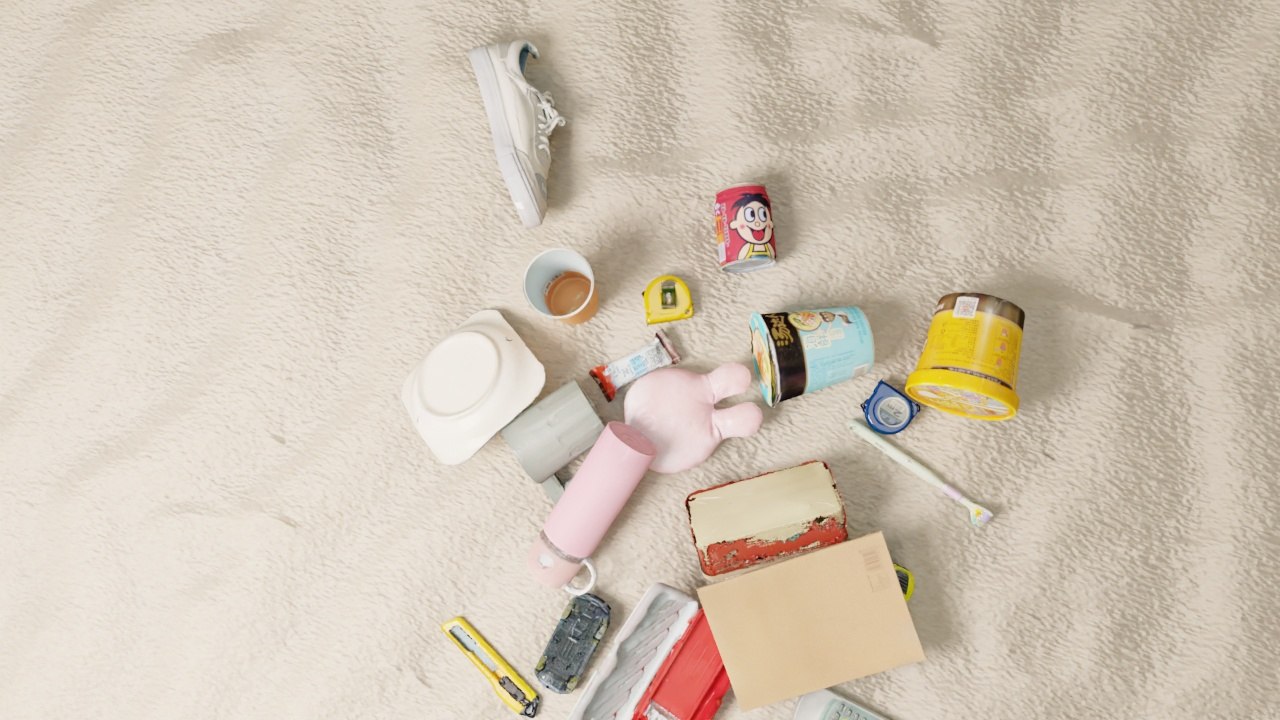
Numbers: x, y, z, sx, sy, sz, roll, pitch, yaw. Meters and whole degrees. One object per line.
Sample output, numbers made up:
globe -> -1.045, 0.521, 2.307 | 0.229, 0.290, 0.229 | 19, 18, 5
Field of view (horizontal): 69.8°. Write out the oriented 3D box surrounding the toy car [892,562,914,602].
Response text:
toy car -> 0.272, 0.279, 1.032 | 0.048, 0.032, 0.105 | 27, 89, 6

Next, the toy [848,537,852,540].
toy -> 0.199, 0.268, 1.029 | 0.161, 0.049, 0.156 | 44, 99, 15

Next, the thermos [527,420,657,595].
thermos -> -0.051, 0.172, 1.033 | 0.087, 0.067, 0.199 | 35, 103, 16

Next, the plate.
plate -> -0.205, 0.023, 1.065 | 0.163, 0.034, 0.164 | -43, 56, 0

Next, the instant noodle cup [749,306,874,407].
instant noodle cup -> 0.195, -0.014, 1.037 | 0.120, 0.111, 0.111 | -12, 83, -4

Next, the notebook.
notebook -> 0.185, 0.286, 0.998 | 0.211, 0.012, 0.149 | -19, 94, 8

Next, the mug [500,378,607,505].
mug -> -0.087, 0.096, 1.066 | 0.103, 0.083, 0.124 | -34, 109, 0

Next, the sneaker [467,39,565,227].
sneaker -> -0.134, -0.275, 1.100 | 0.091, 0.089, 0.242 | -16, 77, -1

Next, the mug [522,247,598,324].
mug -> -0.085, -0.078, 1.053 | 0.078, 0.123, 0.078 | 0, 84, 4

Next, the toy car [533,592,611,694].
toy car -> -0.077, 0.326, 1.058 | 0.054, 0.036, 0.121 | 28, 97, 6

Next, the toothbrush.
toothbrush -> 0.317, 0.126, 1.050 | 0.189, 0.029, 0.020 | 36, 46, 8

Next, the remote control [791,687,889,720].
remote control -> 0.239, 0.414, 1.028 | 0.135, 0.019, 0.056 | 26, 88, 7

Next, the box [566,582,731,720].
box -> 0.020, 0.360, 1.032 | 0.159, 0.065, 0.201 | 32, 88, -13

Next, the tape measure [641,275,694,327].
tape measure -> 0.032, -0.072, 1.089 | 0.060, 0.029, 0.057 | -8, 83, 4

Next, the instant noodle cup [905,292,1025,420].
instant noodle cup -> 0.365, -0.006, 1.013 | 0.118, 0.118, 0.114 | 16, 79, 6

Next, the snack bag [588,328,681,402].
snack bag -> -0.006, 0.006, 1.086 | 0.104, 0.026, 0.048 | -32, 89, 1

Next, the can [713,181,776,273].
can -> 0.121, -0.154, 1.070 | 0.066, 0.066, 0.093 | -6, 84, 4

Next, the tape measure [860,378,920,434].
tape measure -> 0.285, 0.058, 1.056 | 0.058, 0.025, 0.054 | 36, 90, 11

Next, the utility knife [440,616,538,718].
utility knife -> -0.175, 0.359, 1.072 | 0.154, 0.015, 0.033 | 43, 87, 8

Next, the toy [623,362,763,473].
toy -> 0.059, 0.063, 1.059 | 0.159, 0.054, 0.121 | -15, 87, 9

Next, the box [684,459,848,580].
box -> 0.138, 0.172, 1.013 | 0.168, 0.078, 0.091 | -15, 40, 4
